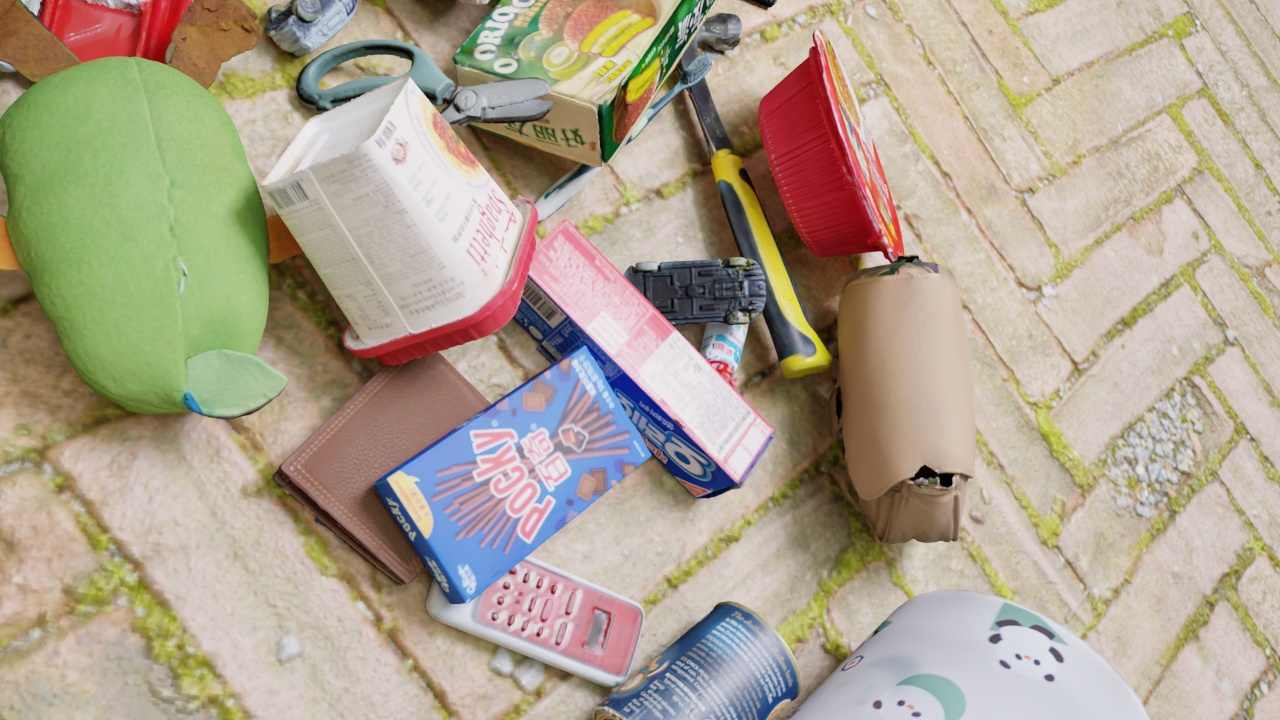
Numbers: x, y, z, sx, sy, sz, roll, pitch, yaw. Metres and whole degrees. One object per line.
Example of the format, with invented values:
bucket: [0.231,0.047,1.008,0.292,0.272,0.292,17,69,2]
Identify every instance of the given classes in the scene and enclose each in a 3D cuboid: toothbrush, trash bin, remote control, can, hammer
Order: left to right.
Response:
remote control: [-0.061,0.153,0.561,0.136,0.020,0.055,28,63,-17]
toothbrush: [-0.012,-0.165,0.670,0.016,0.018,0.191,44,75,6]
can: [0.034,0.210,0.558,0.110,0.075,0.075,-31,89,-32]
hammer: [0.069,-0.138,0.710,0.126,0.032,0.323,-9,72,-28]
trash bin: [0.159,0.278,0.523,0.251,0.230,0.229,-35,91,-38]

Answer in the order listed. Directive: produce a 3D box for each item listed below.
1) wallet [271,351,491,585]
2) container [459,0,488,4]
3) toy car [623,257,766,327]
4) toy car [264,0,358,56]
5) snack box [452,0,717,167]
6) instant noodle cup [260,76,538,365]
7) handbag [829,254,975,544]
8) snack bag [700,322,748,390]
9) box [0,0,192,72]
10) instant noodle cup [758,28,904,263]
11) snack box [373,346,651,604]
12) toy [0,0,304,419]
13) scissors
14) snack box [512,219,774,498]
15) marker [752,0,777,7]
wallet: [-0.138,0.058,0.549,0.101,0.032,0.124,45,59,-10]
container: [-0.118,-0.314,0.635,0.090,0.090,0.110,22,65,27]
toy car: [0.037,-0.047,0.658,0.105,0.031,0.049,-2,83,6]
toy car: [-0.209,-0.238,0.609,0.034,0.043,0.090,53,56,-35]
snack box: [-0.025,-0.253,0.670,0.114,0.063,0.239,20,60,13]
instant noodle cup: [-0.135,-0.080,0.519,0.116,0.117,0.124,-82,150,-46]
handbag: [0.189,0.028,0.671,0.100,0.148,0.204,-3,68,10]
snack bag: [0.063,-0.017,0.682,0.045,0.026,0.105,27,58,-18]
box: [-0.347,-0.254,0.544,0.157,0.038,0.200,9,69,-24]
instant noodle cup: [0.146,-0.154,0.716,0.194,0.066,0.193,46,34,-45]
snack box: [-0.071,0.065,0.554,0.156,0.026,0.084,-36,98,-34]
toy: [-0.268,-0.082,0.494,0.226,0.090,0.246,-7,81,-37]
scissors: [-0.140,-0.173,0.589,0.180,0.019,0.139,-14,71,1]
snack box: [-0.004,0.004,0.622,0.207,0.057,0.058,45,56,-7]
marker: [0.063,-0.339,0.801,0.130,0.018,0.022,13,59,-24]
